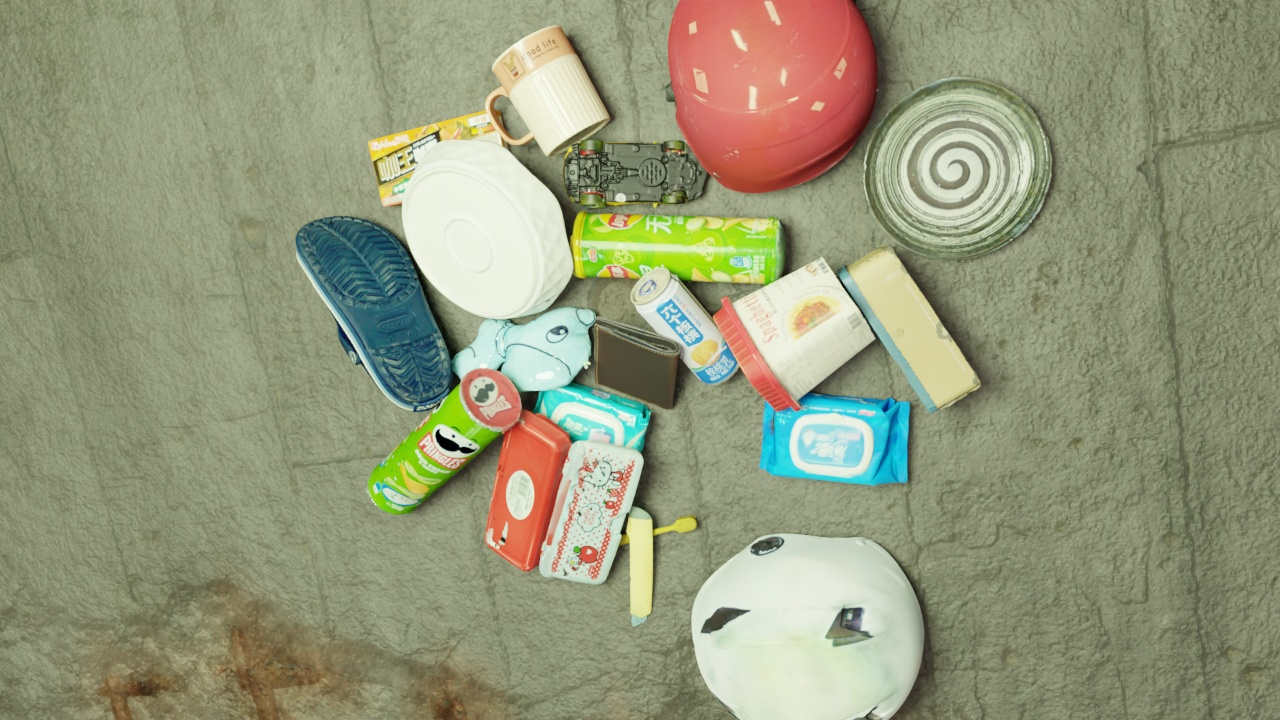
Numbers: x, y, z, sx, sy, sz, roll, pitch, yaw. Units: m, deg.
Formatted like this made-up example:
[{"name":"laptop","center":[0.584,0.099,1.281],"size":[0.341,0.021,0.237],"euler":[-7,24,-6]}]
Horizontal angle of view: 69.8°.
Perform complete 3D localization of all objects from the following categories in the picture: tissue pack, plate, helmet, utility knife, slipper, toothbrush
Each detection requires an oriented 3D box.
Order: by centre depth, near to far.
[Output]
[{"name":"helmet","center":[0.120,-0.289,0.873],"size":[0.207,0.143,0.240],"euler":[-26,91,9]},{"name":"plate","center":[0.315,-0.190,0.920],"size":[0.179,0.024,0.179],"euler":[2,100,12]},{"name":"plate","center":[-0.169,-0.129,0.967],"size":[0.205,0.045,0.205],"euler":[17,129,22]},{"name":"tissue pack","center":[0.207,0.083,0.977],"size":[0.157,0.052,0.095],"euler":[5,102,10]},{"name":"helmet","center":[0.173,0.313,0.979],"size":[0.259,0.145,0.229],"euler":[-9,99,13]},{"name":"tissue pack","center":[-0.061,0.078,1.028],"size":[0.133,0.050,0.093],"euler":[17,105,8]},{"name":"slipper","center":[-0.293,-0.050,1.031],"size":[0.252,0.104,0.095],"euler":[55,147,11]},{"name":"utility knife","center":[-0.001,0.240,1.054],"size":[0.031,0.018,0.167],"euler":[3,108,7]},{"name":"toothbrush","center":[-0.024,0.207,1.065],"size":[0.190,0.016,0.016],"euler":[-16,98,15]}]

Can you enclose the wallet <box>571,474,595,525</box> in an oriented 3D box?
[{"name":"wallet","center":[-0.107,0.153,1.067],"size":[0.115,0.024,0.087],"euler":[15,108,9]}]

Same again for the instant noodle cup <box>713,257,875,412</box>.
[{"name":"instant noodle cup","center":[0.157,-0.029,0.922],"size":[0.124,0.116,0.116],"euler":[-33,54,11]}]

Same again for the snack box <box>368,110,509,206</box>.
[{"name":"snack box","center":[-0.220,-0.222,1.014],"size":[0.154,0.026,0.075],"euler":[-10,98,13]}]

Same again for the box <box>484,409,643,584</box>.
[{"name":"box","center":[-0.091,0.159,1.013],"size":[0.161,0.058,0.201],"euler":[21,122,7]}]

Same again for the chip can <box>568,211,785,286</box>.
[{"name":"chip can","center":[0.040,-0.117,0.961],"size":[0.221,0.072,0.072],"euler":[3,101,10]}]

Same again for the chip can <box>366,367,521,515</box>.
[{"name":"chip can","center":[-0.219,0.095,1.004],"size":[0.072,0.072,0.237],"euler":[50,130,-1]}]

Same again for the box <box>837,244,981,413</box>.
[{"name":"box","center":[0.266,-0.040,0.925],"size":[0.062,0.089,0.184],"euler":[-36,90,15]}]

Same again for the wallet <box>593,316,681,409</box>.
[{"name":"wallet","center":[-0.006,0.006,0.981],"size":[0.096,0.122,0.020],"euler":[21,59,10]}]

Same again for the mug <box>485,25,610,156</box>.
[{"name":"mug","center":[-0.104,-0.270,0.955],"size":[0.115,0.081,0.106],"euler":[-29,96,17]}]

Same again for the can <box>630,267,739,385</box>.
[{"name":"can","center":[0.048,-0.034,0.954],"size":[0.053,0.053,0.134],"euler":[-34,123,15]}]

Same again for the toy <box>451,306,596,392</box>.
[{"name":"toy","center":[-0.123,-0.008,1.009],"size":[0.156,0.050,0.161],"euler":[31,73,30]}]

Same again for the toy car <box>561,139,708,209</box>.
[{"name":"toy car","center":[-0.006,-0.196,0.968],"size":[0.156,0.041,0.071],"euler":[-2,98,-2]}]
